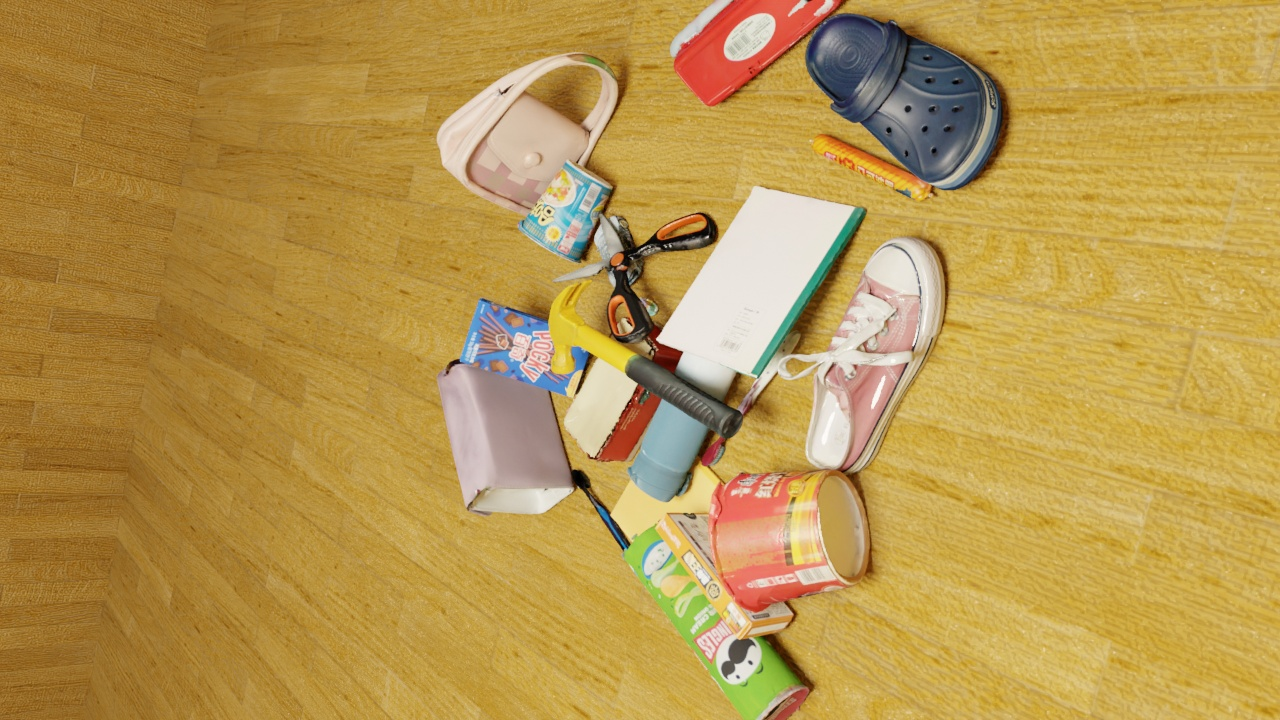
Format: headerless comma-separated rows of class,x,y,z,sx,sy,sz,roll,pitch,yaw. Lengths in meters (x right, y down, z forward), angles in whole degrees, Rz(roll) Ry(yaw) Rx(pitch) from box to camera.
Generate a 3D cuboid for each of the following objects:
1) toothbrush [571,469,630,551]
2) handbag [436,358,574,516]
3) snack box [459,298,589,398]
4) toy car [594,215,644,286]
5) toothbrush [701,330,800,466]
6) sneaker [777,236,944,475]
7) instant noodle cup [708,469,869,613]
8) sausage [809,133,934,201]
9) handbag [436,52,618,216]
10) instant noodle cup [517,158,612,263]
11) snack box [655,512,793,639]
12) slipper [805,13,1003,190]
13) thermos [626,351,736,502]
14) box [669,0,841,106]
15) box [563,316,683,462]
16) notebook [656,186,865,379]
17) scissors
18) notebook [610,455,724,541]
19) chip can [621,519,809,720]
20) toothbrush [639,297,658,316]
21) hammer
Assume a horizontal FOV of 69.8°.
toothbrush,-0.036,0.203,1.138,0.014,0.016,0.189,-51,54,16
handbag,-0.184,0.100,1.210,0.099,0.144,0.196,-38,58,33
snack box,-0.146,-0.016,1.190,0.026,0.157,0.084,-111,41,-76
toy car,-0.031,-0.140,1.170,0.049,0.031,0.105,-41,55,32
toothbrush,0.121,0.045,0.998,0.188,0.017,0.016,-57,46,20
sneaker,0.206,-0.003,0.863,0.118,0.087,0.241,31,107,44
instant noodle cup,0.147,0.167,0.875,0.109,0.137,0.137,-15,73,35
sausage,0.228,-0.195,0.918,0.165,0.021,0.021,40,112,42
handbag,-0.128,-0.305,1.196,0.235,0.193,0.093,-44,57,21
instant noodle cup,-0.093,-0.199,1.204,0.099,0.099,0.110,44,107,40
snack box,0.085,0.218,0.949,0.153,0.075,0.026,49,116,37
slipper,0.237,-0.264,0.871,0.105,0.095,0.252,-57,46,27
thermos,0.056,0.051,1.018,0.070,0.070,0.220,33,104,43
box,0.129,-0.388,1.028,0.202,0.095,0.100,-32,24,37
box,-0.026,0.035,1.104,0.091,0.077,0.169,47,116,39
notebook,0.122,-0.087,0.956,0.150,0.012,0.209,23,75,46
scissors,-0.011,-0.109,1.102,0.234,0.021,0.220,-18,51,25
notebook,0.052,0.189,1.049,0.206,0.010,0.146,45,115,40
chip can,0.073,0.271,0.958,0.236,0.072,0.072,48,117,34
toothbrush,-0.038,-0.003,1.165,0.190,0.029,0.020,-54,8,27
hammer,-0.006,0.006,1.000,0.301,0.032,0.129,31,129,41
